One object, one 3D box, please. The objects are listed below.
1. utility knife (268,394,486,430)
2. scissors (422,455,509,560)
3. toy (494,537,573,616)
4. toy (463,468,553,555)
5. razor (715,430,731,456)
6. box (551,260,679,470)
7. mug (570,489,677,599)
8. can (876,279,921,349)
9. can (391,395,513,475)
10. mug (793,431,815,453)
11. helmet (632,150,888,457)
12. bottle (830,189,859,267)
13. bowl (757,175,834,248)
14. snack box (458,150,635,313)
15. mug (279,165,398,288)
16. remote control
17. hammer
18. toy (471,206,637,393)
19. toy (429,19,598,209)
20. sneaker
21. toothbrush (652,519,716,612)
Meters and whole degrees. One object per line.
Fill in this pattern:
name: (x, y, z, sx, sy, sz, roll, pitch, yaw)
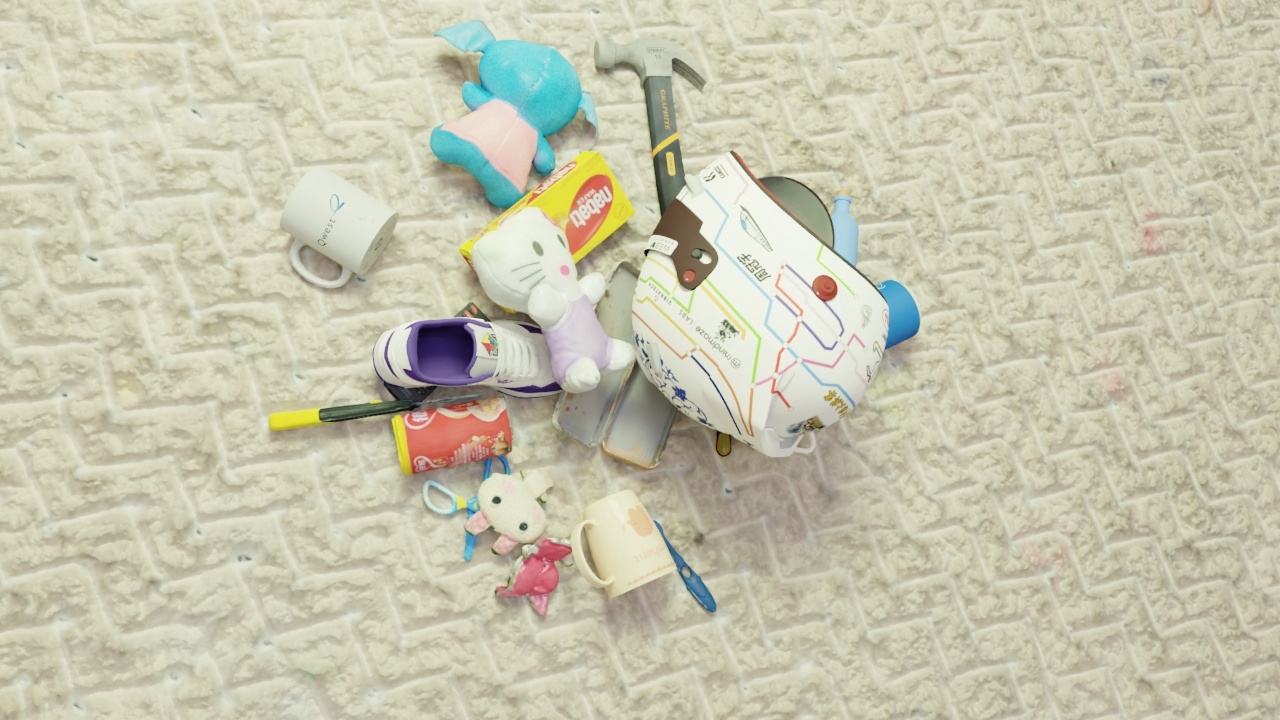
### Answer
utility knife: (-0.286, 0.053, 1.005, 0.233, 0.029, 0.020, -7, 84, -6)
scissors: (-0.188, 0.161, 1.033, 0.130, 0.014, 0.125, 11, 79, -12)
toy: (-0.114, 0.229, 1.022, 0.065, 0.050, 0.102, 25, 110, -20)
toy: (-0.141, 0.163, 1.020, 0.112, 0.050, 0.087, -43, 97, -15)
razor: (0.102, 0.045, 1.119, 0.044, 0.021, 0.144, 1, 79, 5)
box: (-0.008, 0.007, 1.079, 0.156, 0.071, 0.216, 29, 74, -30)
mug: (-0.028, 0.206, 1.021, 0.111, 0.085, 0.104, -10, 71, -44)
can: (0.272, -0.041, 1.144, 0.146, 0.079, 0.079, -24, 86, -16)
can: (-0.207, 0.082, 1.015, 0.124, 0.067, 0.066, -11, 83, -15)
mug: (0.175, 0.054, 1.094, 0.076, 0.090, 0.123, 2, 62, -21)
helmet: (0.105, -0.050, 0.981, 0.236, 0.231, 0.314, -42, 62, 5)
bottle: (0.255, -0.156, 1.177, 0.048, 0.048, 0.131, 10, 78, -12)
bowl: (0.164, -0.152, 1.150, 0.150, 0.057, 0.150, 2, 80, -13)
snack box: (-0.106, -0.152, 1.075, 0.200, 0.042, 0.092, -41, 118, -16)
mug: (-0.342, -0.139, 1.021, 0.096, 0.083, 0.120, 31, 102, -7)
remote control: (-0.228, -0.005, 1.049, 0.140, 0.021, 0.045, -46, 103, -20)
hammer: (0.027, -0.253, 1.148, 0.139, 0.035, 0.312, -4, 82, -16)
toy: (-0.095, -0.064, 0.991, 0.209, 0.086, 0.137, 58, 36, 1)
toy: (-0.161, -0.293, 1.075, 0.224, 0.099, 0.191, 35, 79, -18)
sneaker: (-0.162, -0.008, 1.006, 0.243, 0.111, 0.091, 1, 83, -25)
toothbrush: (0.049, 0.241, 1.077, 0.021, 0.016, 0.132, -35, 92, -16)
